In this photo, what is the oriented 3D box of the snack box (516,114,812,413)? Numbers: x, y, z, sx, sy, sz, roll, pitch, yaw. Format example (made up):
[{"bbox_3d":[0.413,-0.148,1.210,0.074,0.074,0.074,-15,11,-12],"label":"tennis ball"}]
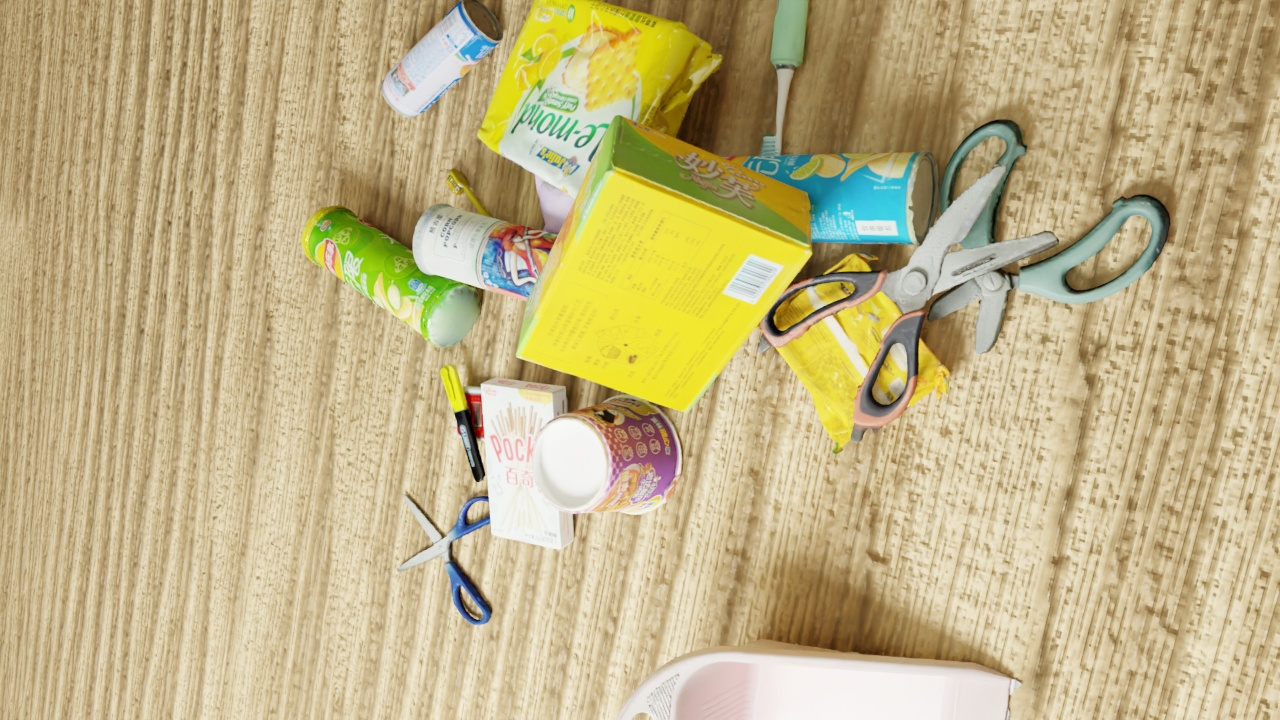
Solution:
[{"bbox_3d":[0.011,-0.063,0.701,0.211,0.157,0.069,123,160,-45],"label":"snack box"}]

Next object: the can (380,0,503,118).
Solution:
[{"bbox_3d":[-0.204,-0.306,0.934,0.135,0.053,0.053,-31,74,29],"label":"can"}]

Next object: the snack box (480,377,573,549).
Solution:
[{"bbox_3d":[-0.108,0.098,0.876,0.085,0.026,0.157,6,106,30],"label":"snack box"}]

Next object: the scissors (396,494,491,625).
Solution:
[{"bbox_3d":[-0.199,0.196,0.963,0.173,0.012,0.163,48,115,24],"label":"scissors"}]

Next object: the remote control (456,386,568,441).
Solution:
[{"bbox_3d":[-0.130,0.055,0.912,0.136,0.020,0.056,3,91,33],"label":"remote control"}]

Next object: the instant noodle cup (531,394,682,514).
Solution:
[{"bbox_3d":[-0.035,0.086,0.806,0.112,0.099,0.111,-1,89,32],"label":"instant noodle cup"}]

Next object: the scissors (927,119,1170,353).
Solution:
[{"bbox_3d":[0.285,-0.085,0.648,0.181,0.019,0.170,8,94,31],"label":"scissors"}]

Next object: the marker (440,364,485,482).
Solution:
[{"bbox_3d":[-0.178,0.063,0.922,0.018,0.015,0.124,-25,78,38],"label":"marker"}]

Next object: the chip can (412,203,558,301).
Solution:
[{"bbox_3d":[-0.104,-0.089,0.849,0.215,0.071,0.071,18,100,23],"label":"chip can"}]

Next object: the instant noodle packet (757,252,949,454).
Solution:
[{"bbox_3d":[0.165,-0.006,0.710,0.111,0.044,0.128,-36,75,26],"label":"instant noodle packet"}]

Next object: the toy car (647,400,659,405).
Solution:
[{"bbox_3d":[-0.005,0.005,0.821,0.034,0.043,0.090,-44,59,-11],"label":"toy car"}]

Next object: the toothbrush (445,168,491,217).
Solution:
[{"bbox_3d":[-0.144,-0.123,0.921,0.017,0.015,0.190,-48,67,28],"label":"toothbrush"}]

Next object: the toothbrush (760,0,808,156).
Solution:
[{"bbox_3d":[0.121,-0.273,0.744,0.027,0.026,0.224,6,95,11],"label":"toothbrush"}]

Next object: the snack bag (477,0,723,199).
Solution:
[{"bbox_3d":[-0.040,-0.224,0.792,0.246,0.068,0.158,38,107,44],"label":"snack bag"}]

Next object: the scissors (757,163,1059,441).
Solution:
[{"bbox_3d":[0.180,-0.040,0.654,0.189,0.015,0.227,18,108,27],"label":"scissors"}]

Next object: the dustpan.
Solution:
[{"bbox_3d":[0.120,0.327,0.688,0.274,0.138,0.222,5,92,33],"label":"dustpan"}]

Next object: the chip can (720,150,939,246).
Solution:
[{"bbox_3d":[0.120,-0.128,0.721,0.211,0.071,0.071,6,94,32],"label":"chip can"}]

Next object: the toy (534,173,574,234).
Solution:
[{"bbox_3d":[-0.053,-0.134,0.850,0.108,0.038,0.084,7,112,31],"label":"toy"}]

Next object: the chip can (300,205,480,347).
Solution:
[{"bbox_3d":[-0.262,-0.090,0.963,0.221,0.072,0.073,31,106,28],"label":"chip can"}]
